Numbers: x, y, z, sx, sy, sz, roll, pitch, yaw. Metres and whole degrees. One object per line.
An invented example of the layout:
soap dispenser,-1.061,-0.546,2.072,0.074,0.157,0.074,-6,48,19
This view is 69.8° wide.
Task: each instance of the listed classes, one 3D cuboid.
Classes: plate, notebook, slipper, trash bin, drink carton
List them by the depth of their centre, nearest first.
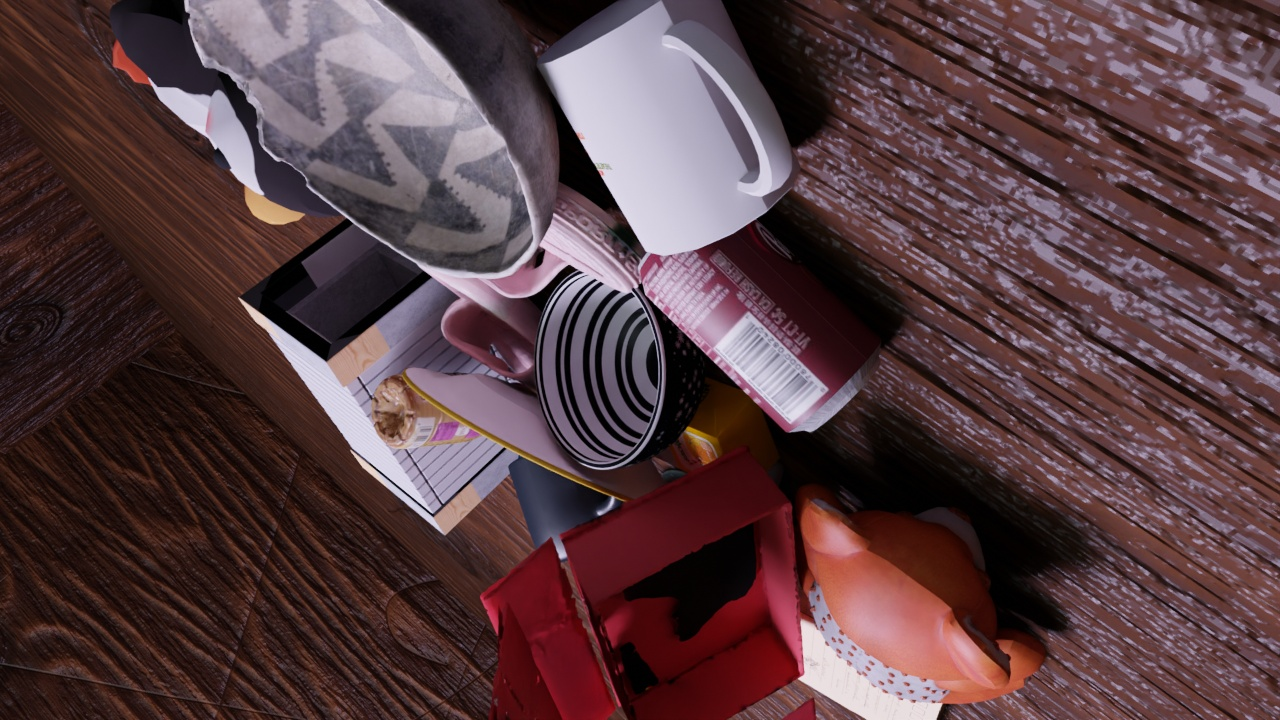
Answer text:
slipper,-0.086,-0.078,0.540,0.239,0.064,0.094,30,173,47
drink carton,0.028,0.040,0.619,0.123,0.040,0.058,21,146,45
plate,-0.060,0.050,0.661,0.230,0.021,0.230,26,-179,-1
slipper,-0.104,-0.020,0.687,0.107,0.055,0.222,31,168,21
notebook,0.124,0.203,0.700,0.226,0.024,0.168,25,147,26
trash bin,-0.215,0.011,0.848,0.142,0.142,0.247,28,151,35

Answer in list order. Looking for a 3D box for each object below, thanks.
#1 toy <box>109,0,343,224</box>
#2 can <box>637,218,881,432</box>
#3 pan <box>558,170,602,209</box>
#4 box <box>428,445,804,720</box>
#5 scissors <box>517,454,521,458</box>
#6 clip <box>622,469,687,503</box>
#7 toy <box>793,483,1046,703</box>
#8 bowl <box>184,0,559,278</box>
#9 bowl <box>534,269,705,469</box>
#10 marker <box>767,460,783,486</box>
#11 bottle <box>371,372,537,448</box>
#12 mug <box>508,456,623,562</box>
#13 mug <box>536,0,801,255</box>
toy,-0.211,-0.167,0.552,0.159,0.140,0.184,9,-144,-54
can,0.057,-0.023,0.442,0.114,0.063,0.063,45,157,4
pan,-0.127,-0.203,0.457,0.356,0.067,0.209,41,160,-32
box,-0.027,0.210,0.551,0.121,0.317,0.211,26,144,34
scissors,-0.082,0.073,0.844,0.149,0.019,0.122,-24,154,34
clip,0.050,0.160,0.792,0.159,0.030,0.174,50,157,-6
toy,0.149,0.132,0.520,0.164,0.092,0.172,38,168,24
bowl,-0.101,-0.124,0.411,0.178,0.081,0.179,27,156,13
bowl,-0.003,0.003,0.561,0.120,0.066,0.120,4,95,48
marker,0.073,0.123,0.640,0.022,0.016,0.139,17,121,-5
bottle,-0.143,0.039,0.777,0.060,0.165,0.059,1,91,39
mug,-0.051,0.117,0.791,0.122,0.085,0.094,-33,73,49
mug,0.019,-0.097,0.362,0.089,0.073,0.105,58,166,-25
